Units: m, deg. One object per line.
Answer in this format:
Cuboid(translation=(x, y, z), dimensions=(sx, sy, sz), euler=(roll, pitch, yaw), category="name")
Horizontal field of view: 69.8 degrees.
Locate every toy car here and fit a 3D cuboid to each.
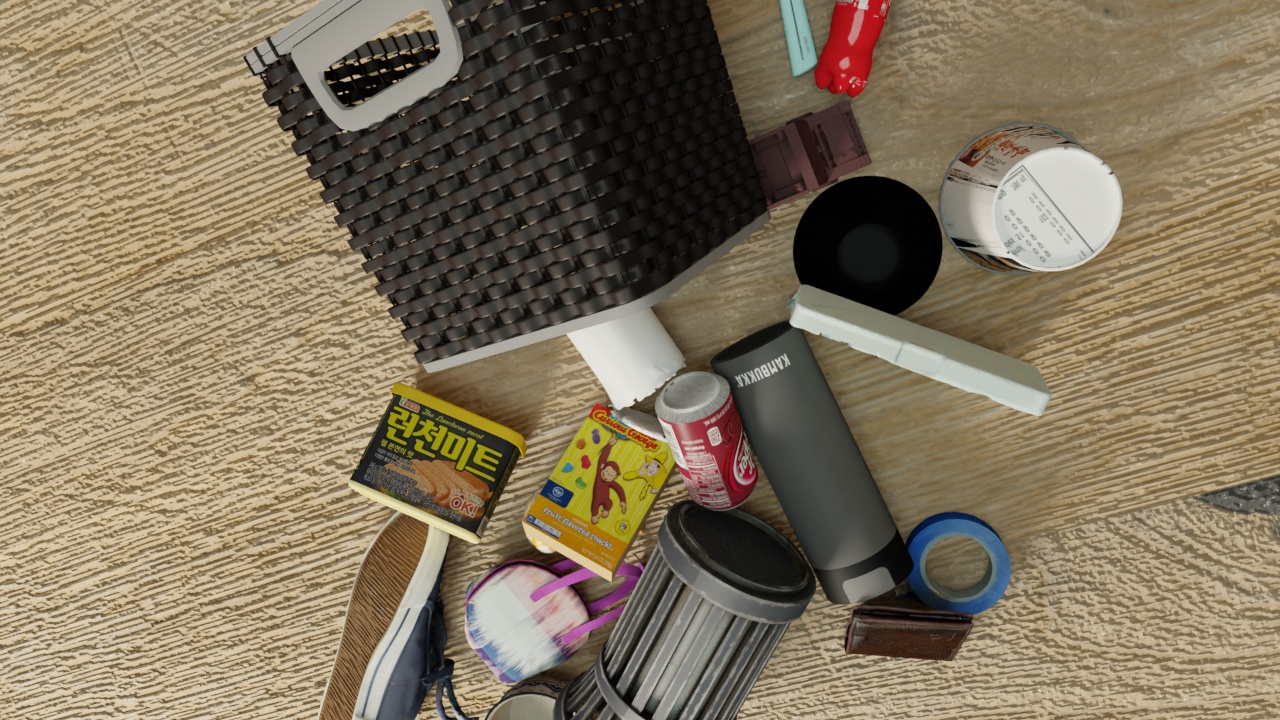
Cuboid(translation=(0.100, -0.153, 0.755), dimensions=(0.170, 0.061, 0.070), euler=(-21, 98, 15), category="toy car")

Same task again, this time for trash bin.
Cuboid(translation=(0.042, 0.250, 0.805), dimensions=(0.164, 0.164, 0.228), euler=(26, 108, 3), category="trash bin")

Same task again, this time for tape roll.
Cuboid(translation=(0.284, 0.183, 0.825), dimensions=(0.091, 0.016, 0.093), euler=(14, 106, 7), category="tape roll")

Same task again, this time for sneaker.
Cuboid(translation=(-0.222, 0.282, 0.918), dimensions=(0.121, 0.127, 0.295), euler=(28, 103, 48), category="sneaker")

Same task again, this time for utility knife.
Cuboid(translation=(0.116, -0.316, 0.740), dimensions=(0.022, 0.015, 0.168), euler=(-12, 98, 14), category="utility knife")

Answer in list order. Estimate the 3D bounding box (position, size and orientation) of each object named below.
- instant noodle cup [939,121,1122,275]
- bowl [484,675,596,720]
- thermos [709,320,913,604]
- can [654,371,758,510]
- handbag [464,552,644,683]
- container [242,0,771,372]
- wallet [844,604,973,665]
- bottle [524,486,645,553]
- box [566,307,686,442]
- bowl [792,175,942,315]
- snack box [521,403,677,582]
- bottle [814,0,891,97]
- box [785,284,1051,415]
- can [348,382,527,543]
Cuboid(translation=(0.299, -0.118, 0.695), dimensions=(0.124, 0.121, 0.124), euler=(2, 104, 10), category="instant noodle cup")
Cuboid(translation=(-0.095, 0.367, 0.918), dimensions=(0.115, 0.059, 0.115), euler=(2, 104, 10), category="bowl")
Cuboid(translation=(0.150, 0.090, 0.793), dimensions=(0.082, 0.082, 0.240), euler=(-25, 98, 15), category="thermos")
Cuboid(translation=(0.057, 0.068, 0.769), dimensions=(0.063, 0.063, 0.114), euler=(-13, 124, 13), category="can")
Cuboid(translation=(-0.075, 0.232, 0.879), dimensions=(0.170, 0.068, 0.144), euler=(-24, 123, 5), category="handbag")
Cuboid(translation=(-0.074, -0.161, 0.667), dimensions=(0.248, 0.244, 0.244), euler=(-14, 106, 35), category="container")
Cuboid(translation=(0.232, 0.241, 0.807), dimensions=(0.099, 0.120, 0.031), euler=(2, 60, 9), category="wallet")
Cuboid(translation=(-0.051, 0.146, 0.856), dimensions=(0.109, 0.063, 0.063), euler=(-5, 102, 11), category="bottle")
Cuboid(translation=(-0.006, 0.008, 0.807), dimensions=(0.092, 0.081, 0.161), euler=(-38, 96, -7), category="box")
Cuboid(translation=(0.189, -0.088, 0.758), dimensions=(0.124, 0.052, 0.124), euler=(2, 104, 10), category="bowl")
Cuboid(translation=(-0.033, 0.116, 0.813), dimensions=(0.088, 0.040, 0.125), euler=(27, 67, 10), category="snack box")
Cuboid(translation=(0.175, -0.281, 0.720), dimensions=(0.042, 0.041, 0.142), euler=(16, 105, 6), category="bottle")
Cuboid(translation=(0.214, -0.015, 0.729), dimensions=(0.197, 0.135, 0.043), euler=(21, 101, 5), category="box")
Cuboid(translation=(-0.185, 0.096, 0.840), dimensions=(0.131, 0.073, 0.101), euler=(22, 73, 5), category="can")
